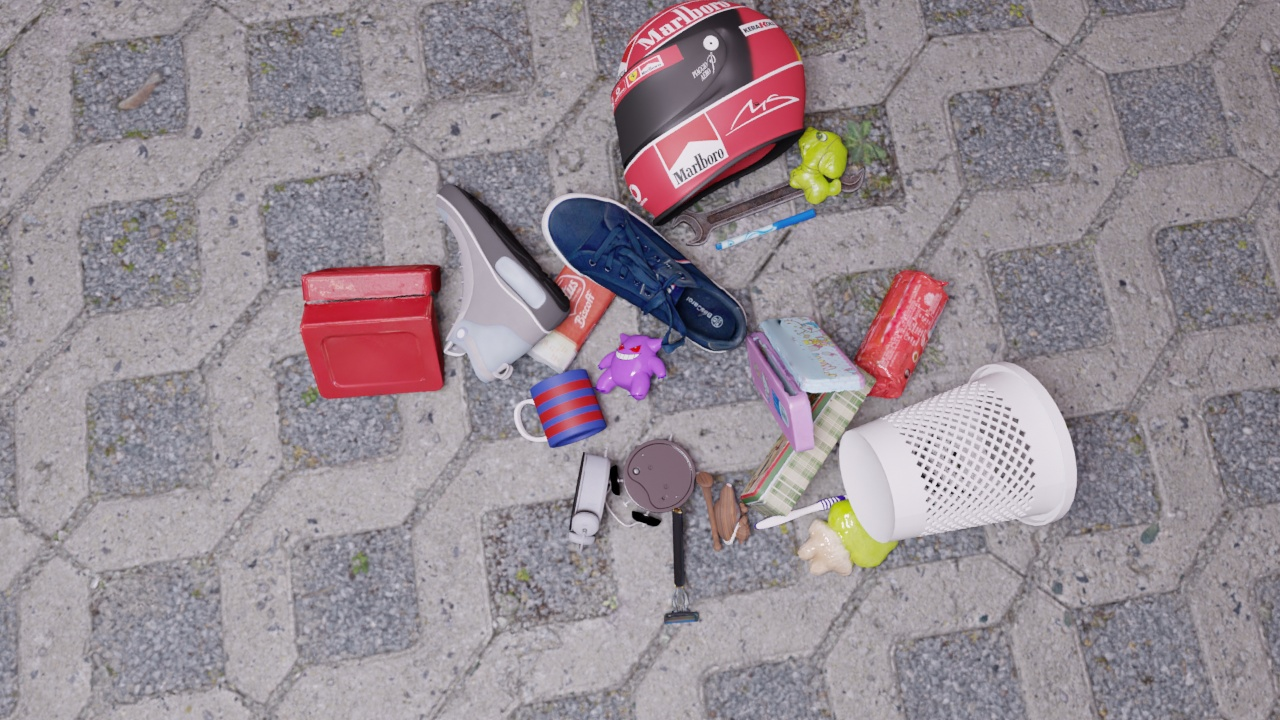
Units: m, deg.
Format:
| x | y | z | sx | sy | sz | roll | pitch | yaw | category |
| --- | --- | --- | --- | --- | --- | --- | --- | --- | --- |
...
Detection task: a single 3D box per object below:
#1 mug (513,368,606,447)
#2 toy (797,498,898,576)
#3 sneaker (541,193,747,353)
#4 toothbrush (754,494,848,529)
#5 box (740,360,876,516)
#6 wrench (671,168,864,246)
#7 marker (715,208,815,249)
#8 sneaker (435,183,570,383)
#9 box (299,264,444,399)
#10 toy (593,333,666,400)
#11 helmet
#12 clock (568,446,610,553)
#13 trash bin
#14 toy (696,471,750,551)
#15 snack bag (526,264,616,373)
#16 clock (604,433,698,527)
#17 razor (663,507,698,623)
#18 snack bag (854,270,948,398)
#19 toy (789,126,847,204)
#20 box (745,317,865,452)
| x | y | z | sx | sy | sz | roll | pitch | yaw | category |
| --- | --- | --- | --- | --- | --- | --- | --- | --- | --- |
| -0.105 | 0.067 | 1.136 | 0.112 | 0.075 | 0.076 | -24 | 79 | 20 | mug |
| 0.251 | 0.221 | 1.126 | 0.118 | 0.043 | 0.092 | -32 | 92 | -1 | toy |
| 0.008 | -0.099 | 1.106 | 0.294 | 0.127 | 0.121 | 34 | 93 | -6 | sneaker |
| 0.231 | 0.180 | 1.147 | 0.186 | 0.016 | 0.015 | -17 | 80 | -6 | toothbrush |
| 0.199 | 0.096 | 1.114 | 0.050 | 0.118 | 0.205 | 37 | 81 | 0 | box |
| 0.171 | -0.218 | 1.230 | 0.273 | 0.010 | 0.070 | -22 | 80 | -6 | wrench |
| 0.166 | -0.173 | 1.219 | 0.141 | 0.013 | 0.013 | -20 | 80 | -6 | marker |
| -0.211 | -0.095 | 1.147 | 0.160 | 0.093 | 0.256 | -46 | 64 | 6 | sneaker |
| -0.324 | -0.035 | 1.126 | 0.157 | 0.152 | 0.165 | -2 | 95 | -4 | box |
| -0.007 | 0.006 | 1.154 | 0.106 | 0.056 | 0.088 | 8 | 78 | 35 | toy |
| 0.073 | -0.329 | 1.151 | 0.270 | 0.198 | 0.224 | -30 | 91 | -12 | helmet |
| -0.062 | 0.169 | 1.096 | 0.035 | 0.095 | 0.122 | 10 | 61 | -4 | clock |
| 0.352 | 0.120 | 1.063 | 0.199 | 0.196 | 0.195 | -14 | 79 | -10 | trash bin |
| 0.103 | 0.183 | 1.114 | 0.055 | 0.041 | 0.102 | -13 | 109 | -5 | toy |
| -0.072 | -0.093 | 1.181 | 0.077 | 0.041 | 0.225 | 33 | 78 | 2 | snack bag |
| 0.012 | 0.151 | 1.131 | 0.120 | 0.042 | 0.091 | -39 | 82 | -9 | clock |
| 0.047 | 0.248 | 1.111 | 0.043 | 0.022 | 0.144 | -3 | 98 | -4 | razor |
| 0.327 | -0.035 | 1.161 | 0.082 | 0.082 | 0.176 | 28 | 78 | 4 | snack bag |
| 0.237 | -0.261 | 1.217 | 0.093 | 0.036 | 0.094 | -42 | 84 | -2 | toy |
| 0.194 | 0.017 | 1.077 | 0.093 | 0.214 | 0.089 | -14 | 113 | -2 | box |
